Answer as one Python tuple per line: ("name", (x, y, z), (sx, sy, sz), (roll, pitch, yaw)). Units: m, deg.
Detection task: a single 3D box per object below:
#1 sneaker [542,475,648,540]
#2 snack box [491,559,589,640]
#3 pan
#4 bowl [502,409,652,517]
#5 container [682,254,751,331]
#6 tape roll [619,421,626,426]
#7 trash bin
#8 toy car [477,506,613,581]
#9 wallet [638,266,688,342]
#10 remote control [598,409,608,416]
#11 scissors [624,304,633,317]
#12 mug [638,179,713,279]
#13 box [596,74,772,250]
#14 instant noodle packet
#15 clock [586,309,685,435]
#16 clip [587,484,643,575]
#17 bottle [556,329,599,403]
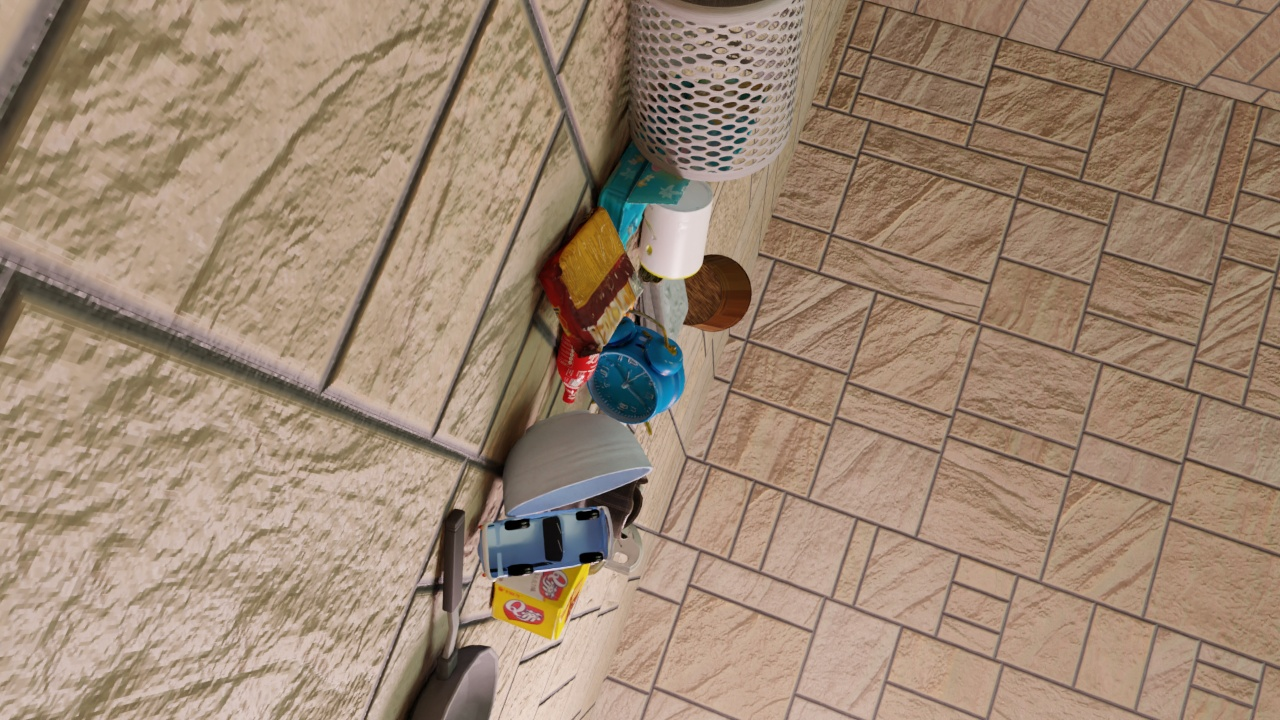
("sneaker", (-0.055, 0.155, 1.091), (0.235, 0.120, 0.095), (83, 27, -77))
("snack box", (-0.112, 0.251, 1.052), (0.105, 0.083, 0.061), (-61, 167, -52))
("pan", (-0.181, 0.285, 0.853), (0.178, 0.041, 0.358), (-58, 159, -60))
("bowl", (-0.070, 0.094, 0.890), (0.150, 0.150, 0.074), (64, 7, -77))
("container", (0.100, -0.109, 1.485), (0.167, 0.132, 0.132), (-14, 122, -73))
("tape roll", (-0.044, 0.120, 1.295), (0.093, 0.013, 0.093), (24, 89, -80))
("trash bin", (0.065, -0.278, 0.806), (0.184, 0.156, 0.156), (88, 23, -60))
("toy car", (-0.093, 0.176, 0.894), (0.153, 0.055, 0.056), (0, 82, -41))
("wallet", (0.031, -0.092, 1.277), (0.132, 0.054, 0.100), (86, 18, -44))
("remote control", (-0.042, 0.073, 1.309), (0.074, 0.019, 0.151), (4, 105, -81))
("scissors", (-0.022, -0.072, 1.153), (0.128, 0.013, 0.065), (-37, 144, -77))
("mug", (0.043, -0.165, 1.128), (0.106, 0.082, 0.082), (98, 14, -47))
("box", (0.030, -0.214, 0.938), (0.172, 0.084, 0.226), (-26, -151, 45))
("instant noodle packet", (-0.043, -0.074, 0.841), (0.098, 0.040, 0.135), (67, 30, -27))
("clock", (-0.007, 0.006, 1.100), (0.060, 0.117, 0.162), (-43, 152, -47))
("clip", (-0.045, 0.222, 1.187), (0.151, 0.127, 0.104), (-45, 122, -31))
("bottle", (-0.060, -0.019, 0.934), (0.041, 0.042, 0.142), (-55, 162, -61))
